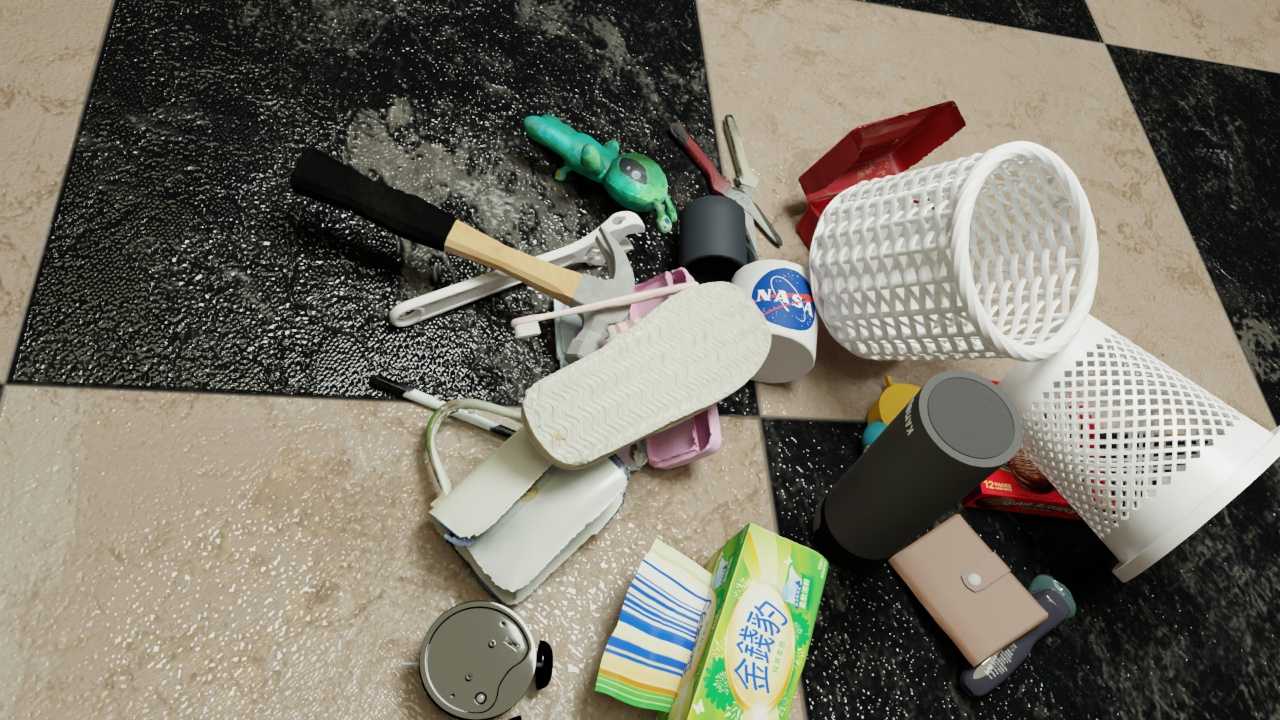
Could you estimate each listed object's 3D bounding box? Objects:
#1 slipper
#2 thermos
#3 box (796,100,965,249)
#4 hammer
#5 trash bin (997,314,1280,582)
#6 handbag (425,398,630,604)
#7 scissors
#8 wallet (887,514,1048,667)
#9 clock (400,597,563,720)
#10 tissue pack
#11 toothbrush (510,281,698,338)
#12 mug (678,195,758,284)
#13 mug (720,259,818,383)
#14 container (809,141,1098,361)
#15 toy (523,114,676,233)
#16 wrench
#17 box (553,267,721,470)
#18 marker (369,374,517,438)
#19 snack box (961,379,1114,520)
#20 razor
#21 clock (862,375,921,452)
[{"bbox_3d":[0.006,0.011,0.799,0.262,0.052,0.115,-30,79,-33],"label":"slipper"},{"bbox_3d":[0.225,0.104,0.785,0.082,0.241,0.082,5,58,-9],"label":"thermos"},{"bbox_3d":[0.280,-0.166,1.020,0.156,0.157,0.170,-21,87,-24],"label":"box"},{"bbox_3d":[-0.162,-0.110,0.852,0.328,0.039,0.131,24,70,-4],"label":"hammer"},{"bbox_3d":[0.451,0.068,0.870,0.195,0.196,0.199,-28,62,-28],"label":"trash bin"},{"bbox_3d":[-0.115,0.095,0.778,0.176,0.074,0.151,42,67,16],"label":"handbag"},{"bbox_3d":[0.102,-0.217,1.064,0.185,0.015,0.178,25,57,-3],"label":"scissors"},{"bbox_3d":[0.302,0.210,0.851,0.087,0.013,0.121,-30,58,-10],"label":"wallet"},{"bbox_3d":[-0.118,0.245,0.718,0.121,0.043,0.091,33,57,4],"label":"clock"},{"bbox_3d":[0.049,0.228,0.740,0.141,0.121,0.197,25,51,-3],"label":"tissue pack"},{"bbox_3d":[-0.029,-0.048,0.833,0.181,0.016,0.018,-14,83,-18],"label":"toothbrush"},{"bbox_3d":[0.089,-0.115,0.977,0.105,0.071,0.077,25,52,-34],"label":"mug"},{"bbox_3d":[0.118,-0.043,0.924,0.121,0.091,0.090,15,58,-7],"label":"mug"},{"bbox_3d":[0.290,-0.092,0.866,0.189,0.187,0.189,0,89,-31],"label":"container"},{"bbox_3d":[-0.038,-0.203,0.985,0.193,0.072,0.130,33,22,4],"label":"toy"},{"bbox_3d":[-0.116,-0.088,0.903,0.272,0.066,0.018,-23,70,-22],"label":"wrench"},{"bbox_3d":[-0.003,0.011,0.888,0.154,0.066,0.201,-11,62,8],"label":"box"},{"bbox_3d":[-0.175,0.044,0.836,0.152,0.011,0.011,22,57,-3],"label":"marker"},{"bbox_3d":[0.406,0.092,0.964,0.152,0.036,0.132,8,59,-12],"label":"snack box"},{"bbox_3d":[0.345,0.257,0.847,0.142,0.052,0.047,-35,78,-24],"label":"razor"},{"bbox_3d":[0.274,0.076,0.933,0.099,0.044,0.129,20,50,-5],"label":"clock"}]
